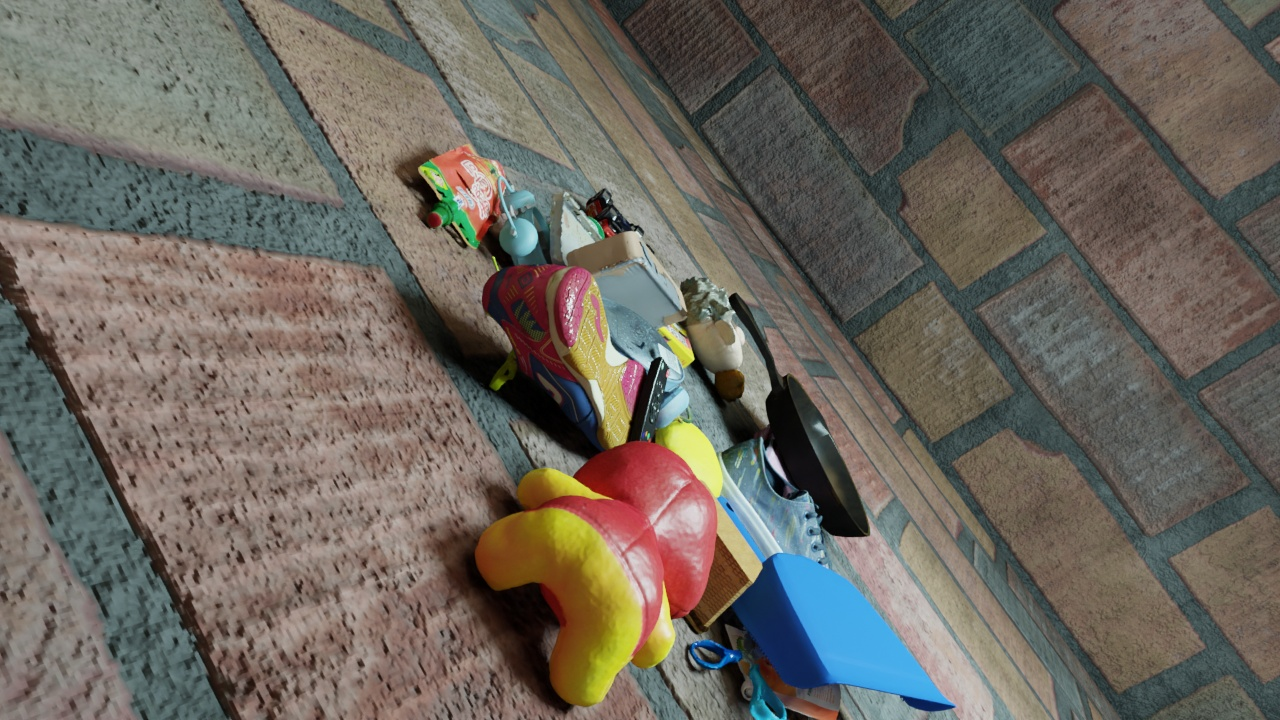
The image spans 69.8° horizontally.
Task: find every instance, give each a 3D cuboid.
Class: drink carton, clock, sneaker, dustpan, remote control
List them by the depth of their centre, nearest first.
[{"bbox_3d":[-0.056,0.002,0.749,0.242,0.091,0.116,65,35,-52],"label":"sneaker"},{"bbox_3d":[0.118,0.266,0.775,0.122,0.039,0.069,32,25,-36],"label":"drink carton"},{"bbox_3d":[0.003,0.059,0.777,0.039,0.010,0.124,54,50,-68],"label":"remote control"},{"bbox_3d":[0.145,0.212,0.841,0.245,0.060,0.257,29,21,-45],"label":"dustpan"},{"bbox_3d":[-0.005,0.005,0.879,0.162,0.060,0.118,36,18,-22],"label":"clock"},{"bbox_3d":[-0.109,-0.124,0.881,0.087,0.042,0.123,-100,169,-45],"label":"clock"},{"bbox_3d":[0.161,0.182,0.965,0.235,0.079,0.087,52,17,-4],"label":"sneaker"}]

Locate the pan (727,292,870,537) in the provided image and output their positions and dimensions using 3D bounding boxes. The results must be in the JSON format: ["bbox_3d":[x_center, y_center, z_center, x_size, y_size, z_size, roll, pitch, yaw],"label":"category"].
[{"bbox_3d":[0.191,0.074,1.165,0.356,0.043,0.248,59,15,-13],"label":"pan"}]

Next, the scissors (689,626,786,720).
[{"bbox_3d":[0.078,0.229,0.730,0.103,0.015,0.133,34,19,-6],"label":"scissors"}]

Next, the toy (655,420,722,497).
[{"bbox_3d":[0.049,0.098,0.908,0.095,0.041,0.094,30,30,-50],"label":"toy"}]

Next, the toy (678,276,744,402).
[{"bbox_3d":[0.100,-0.030,1.211,0.133,0.076,0.176,168,-99,-79],"label":"toy"}]

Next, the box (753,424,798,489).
[{"bbox_3d":[0.169,0.143,1.124,0.098,0.046,0.232,52,17,2],"label":"box"}]

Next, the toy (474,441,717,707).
[{"bbox_3d":[-0.012,0.124,0.609,0.147,0.099,0.215,62,22,3],"label":"toy"}]

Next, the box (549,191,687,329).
[{"bbox_3d":[-0.016,-0.089,0.943,0.216,0.108,0.095,41,58,-70],"label":"box"}]

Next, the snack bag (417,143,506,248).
[{"bbox_3d":[-0.168,-0.152,0.855,0.087,0.044,0.154,60,20,-17],"label":"snack bag"}]

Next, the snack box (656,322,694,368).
[{"bbox_3d":[0.006,-0.058,1.131,0.152,0.025,0.075,44,18,-27],"label":"snack box"}]

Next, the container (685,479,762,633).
[{"bbox_3d":[0.046,0.154,0.750,0.114,0.061,0.063,55,17,7],"label":"container"}]

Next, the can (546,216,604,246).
[{"bbox_3d":[-0.076,-0.134,1.020,0.053,0.053,0.101,53,17,0],"label":"can"}]

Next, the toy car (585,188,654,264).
[{"bbox_3d":[-0.032,-0.164,1.170,0.081,0.056,0.189,45,7,-20],"label":"toy car"}]
